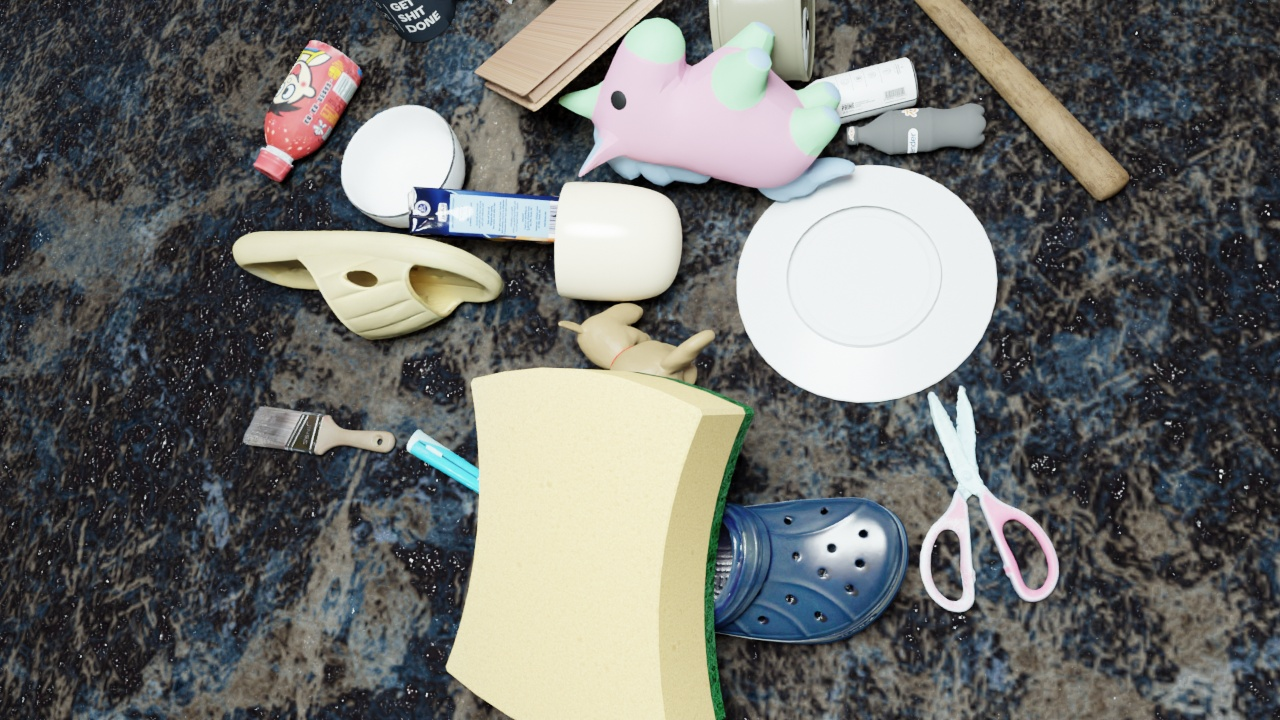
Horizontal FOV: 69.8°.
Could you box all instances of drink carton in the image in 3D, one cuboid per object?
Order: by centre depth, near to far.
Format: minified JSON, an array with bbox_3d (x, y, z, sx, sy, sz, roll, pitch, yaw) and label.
[{"bbox_3d":[-0.135,-0.124,0.792,0.130,0.064,0.040,1,94,-16],"label":"drink carton"}]

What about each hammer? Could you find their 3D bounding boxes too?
[{"bbox_3d":[0.291,-0.258,0.774,0.129,0.040,0.321,-35,70,6],"label":"hammer"}]

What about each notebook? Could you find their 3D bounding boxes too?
[{"bbox_3d":[-0.060,-0.294,0.808,0.169,0.022,0.210,-41,29,-1],"label":"notebook"}]

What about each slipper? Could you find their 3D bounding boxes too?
[{"bbox_3d":[0.068,0.155,0.679,0.253,0.095,0.105,-6,71,16],"label":"slipper"},{"bbox_3d":[-0.253,-0.064,0.811,0.262,0.111,0.079,7,73,20],"label":"slipper"}]

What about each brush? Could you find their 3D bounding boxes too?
[{"bbox_3d":[-0.033,0.132,0.651,0.195,0.075,0.250,6,92,33],"label":"brush"},{"bbox_3d":[-0.292,0.067,0.834,0.151,0.012,0.039,6,75,15],"label":"brush"}]

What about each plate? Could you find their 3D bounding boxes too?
[{"bbox_3d":[0.182,-0.068,0.754,0.209,0.015,0.208,-4,73,13],"label":"plate"}]

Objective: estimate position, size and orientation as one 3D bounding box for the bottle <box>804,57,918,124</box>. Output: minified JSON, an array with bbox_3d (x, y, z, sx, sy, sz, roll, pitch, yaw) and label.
[{"bbox_3d":[0.175,-0.225,0.788,0.116,0.041,0.041,-12,72,10],"label":"bottle"}]

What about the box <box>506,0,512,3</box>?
[{"bbox_3d":[-0.136,-0.447,0.935,0.230,0.106,0.086,43,44,20],"label":"box"}]

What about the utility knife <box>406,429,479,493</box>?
[{"bbox_3d":[-0.150,0.096,0.790,0.124,0.015,0.022,26,52,18],"label":"utility knife"}]

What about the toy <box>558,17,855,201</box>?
[{"bbox_3d":[0.059,-0.190,0.754,0.172,0.222,0.119,-40,25,39],"label":"toy"}]

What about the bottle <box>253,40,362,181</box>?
[{"bbox_3d":[-0.334,-0.242,0.908,0.062,0.062,0.137,24,80,19],"label":"bottle"}]

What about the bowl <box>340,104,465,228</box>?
[{"bbox_3d":[-0.213,-0.174,0.857,0.113,0.063,0.113,-4,74,13],"label":"bowl"}]

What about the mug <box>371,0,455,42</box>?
[{"bbox_3d":[-0.215,-0.373,0.907,0.105,0.077,0.071,-12,72,10],"label":"mug"}]

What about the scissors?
[{"bbox_3d":[0.235,0.103,0.693,0.105,0.016,0.179,-21,71,8],"label":"scissors"}]

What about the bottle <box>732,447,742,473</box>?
[{"bbox_3d":[0.020,0.091,0.735,0.130,0.040,0.040,-21,70,7],"label":"bottle"}]

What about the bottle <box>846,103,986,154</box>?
[{"bbox_3d":[0.229,-0.192,0.767,0.110,0.036,0.036,-2,74,13],"label":"bottle"}]

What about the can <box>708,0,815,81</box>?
[{"bbox_3d":[0.106,-0.302,0.781,0.073,0.128,0.127,1,74,16],"label":"can"}]

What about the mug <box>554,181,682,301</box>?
[{"bbox_3d":[-0.014,-0.105,0.777,0.100,0.096,0.120,4,35,3],"label":"mug"}]

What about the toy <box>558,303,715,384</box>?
[{"bbox_3d":[-0.004,0.004,0.737,0.108,0.105,0.134,43,110,30],"label":"toy"}]
